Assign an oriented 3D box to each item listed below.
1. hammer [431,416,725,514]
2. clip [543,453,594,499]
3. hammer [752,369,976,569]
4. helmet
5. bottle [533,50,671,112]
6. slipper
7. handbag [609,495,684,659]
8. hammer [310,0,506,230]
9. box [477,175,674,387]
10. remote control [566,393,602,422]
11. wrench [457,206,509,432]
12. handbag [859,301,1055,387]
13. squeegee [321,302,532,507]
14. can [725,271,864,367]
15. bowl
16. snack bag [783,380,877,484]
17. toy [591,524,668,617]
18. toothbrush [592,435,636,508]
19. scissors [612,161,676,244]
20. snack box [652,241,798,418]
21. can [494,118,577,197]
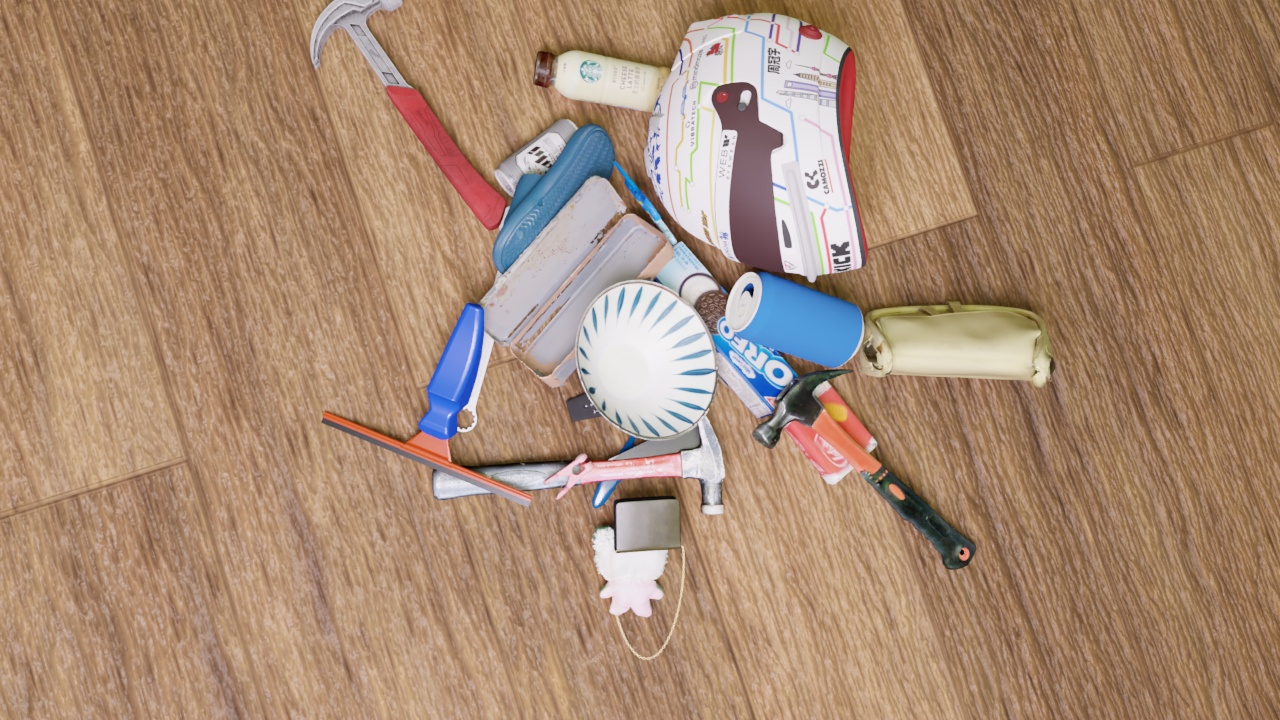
[{"bbox_3d":[-0.068,0.117,1.034,0.326,0.036,0.140,-4,85,-7],"label":"hammer"},{"bbox_3d":[-0.081,0.122,1.005,0.058,0.022,0.037,-37,88,-13],"label":"clip"},{"bbox_3d":[0.284,0.140,1.084,0.333,0.033,0.133,43,77,-16],"label":"hammer"},{"bbox_3d":[0.124,-0.233,1.023,0.236,0.231,0.314,-4,68,14],"label":"helmet"},{"bbox_3d":[-0.045,-0.335,1.094,0.162,0.056,0.056,8,81,-10],"label":"bottle"},{"bbox_3d":[-0.100,-0.180,1.054,0.059,0.104,0.213,22,69,34],"label":"slipper"},{"bbox_3d":[0.008,0.240,1.013,0.084,0.027,0.178,-2,93,-11],"label":"handbag"},{"bbox_3d":[-0.258,-0.282,1.055,0.126,0.036,0.315,-35,89,-10],"label":"hammer"},{"bbox_3d":[-0.071,-0.085,1.020,0.105,0.096,0.216,40,86,25],"label":"box"},{"bbox_3d":[-0.025,0.043,1.075,0.124,0.010,0.039,-16,86,-13],"label":"remote control"},{"bbox_3d":[-0.171,-0.050,1.058,0.047,0.009,0.273,16,80,-9],"label":"wrench"},{"bbox_3d":[0.370,-0.020,1.083,0.233,0.190,0.088,2,99,1],"label":"handbag"},{"bbox_3d":[-0.204,0.026,0.991,0.249,0.055,0.185,21,104,6],"label":"squeegee"},{"bbox_3d":[0.177,-0.046,1.041,0.146,0.079,0.079,17,80,-23],"label":"can"},{"bbox_3d":[-0.006,0.006,1.008,0.177,0.071,0.177,9,72,-29],"label":"bowl"},{"bbox_3d":[0.222,0.082,1.106,0.077,0.036,0.116,-39,91,-14],"label":"snack bag"},{"bbox_3d":[-0.011,0.236,1.039,0.095,0.041,0.109,1,89,-10],"label":"toy"},{"bbox_3d":[-0.021,0.113,1.064,0.021,0.016,0.132,30,78,-2],"label":"toothbrush"},{"bbox_3d":[0.007,-0.181,1.065,0.019,0.131,0.105,-34,128,2],"label":"scissors"},{"bbox_3d":[0.094,-0.035,1.085,0.059,0.060,0.226,-41,92,-17],"label":"snack box"},{"bbox_3d":[-0.118,-0.238,1.074,0.106,0.044,0.044,-40,92,-13],"label":"can"}]
